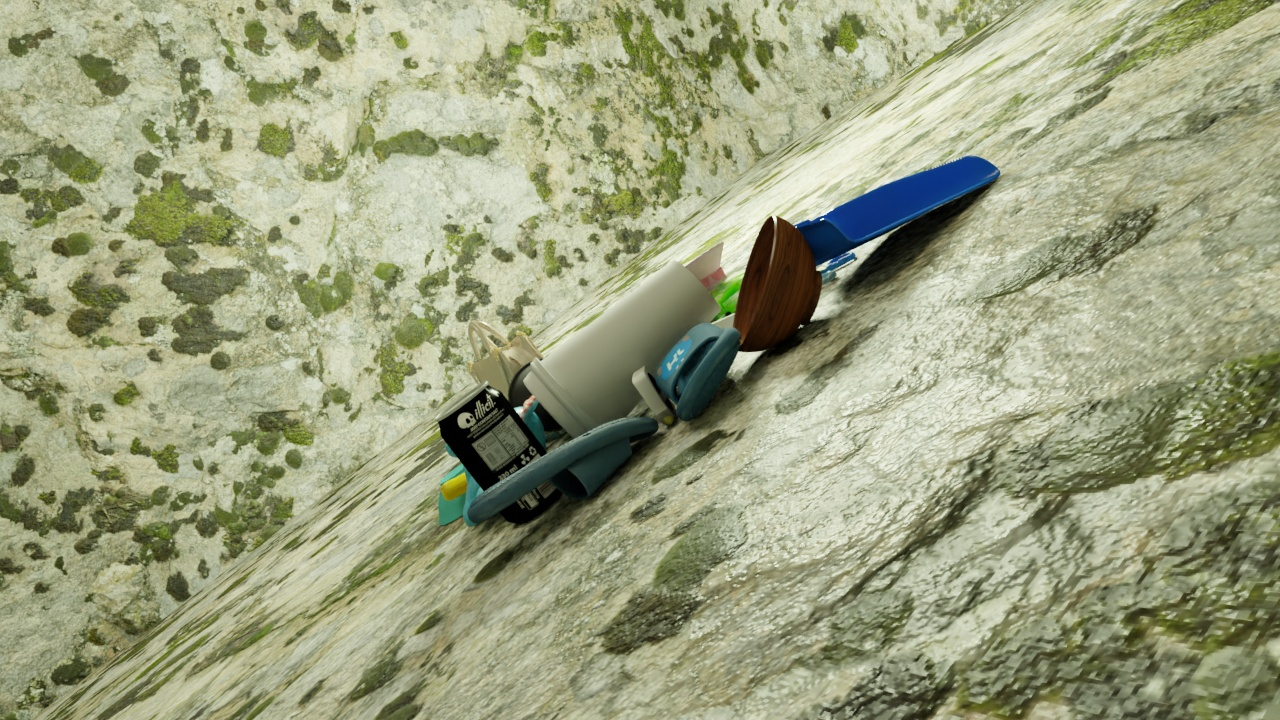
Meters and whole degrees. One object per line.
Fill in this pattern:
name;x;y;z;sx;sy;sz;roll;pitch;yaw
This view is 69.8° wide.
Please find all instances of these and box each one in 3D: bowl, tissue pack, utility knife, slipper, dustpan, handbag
bowl;-0.246;0.174;1.284;0.121;0.046;0.121;-35;9;6
tissue pack;0.134;-0.097;1.321;0.099;0.034;0.114;-40;8;-16
utility knife;-0.186;0.138;1.251;0.186;0.020;0.029;-27;-30;-25
slipper;-0.075;0.116;0.933;0.213;0.059;0.104;-26;-3;-19
dustpan;0.237;-0.154;1.065;0.245;0.059;0.258;-26;-2;-29
slipper;0.059;0.000;0.957;0.104;0.059;0.213;-55;2;8
handbag;-0.202;0.019;1.431;0.101;0.198;0.195;-40;10;-24
bowl;0.151;-0.073;0.969;0.147;0.069;0.147;-169;93;-86

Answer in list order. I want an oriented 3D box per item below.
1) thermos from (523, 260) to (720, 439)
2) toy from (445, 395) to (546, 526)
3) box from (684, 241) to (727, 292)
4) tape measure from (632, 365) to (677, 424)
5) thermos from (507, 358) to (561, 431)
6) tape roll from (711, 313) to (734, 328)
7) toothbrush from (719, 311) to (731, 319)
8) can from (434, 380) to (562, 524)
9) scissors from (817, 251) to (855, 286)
thermos;-0.016;-0.011;1.057;0.222;0.131;0.131;-43;10;-3
toy;-0.187;0.128;1.130;0.184;0.115;0.180;-54;5;30
box;0.029;-0.077;1.367;0.232;0.051;0.180;-34;-7;-9
tape measure;0.016;0.038;0.977;0.017;0.064;0.065;-35;3;7
thermos;-0.113;0.045;1.244;0.105;0.106;0.219;-38;7;-15
tape roll;0.086;-0.035;1.152;0.094;0.019;0.094;-24;1;0
toothbrush;0.068;-0.014;1.201;0.187;0.014;0.017;-43;4;-38
can;-0.151;0.101;0.998;0.080;0.146;0.080;-35;9;6
scissors;0.203;-0.094;1.128;0.133;0.020;0.096;-27;10;38
